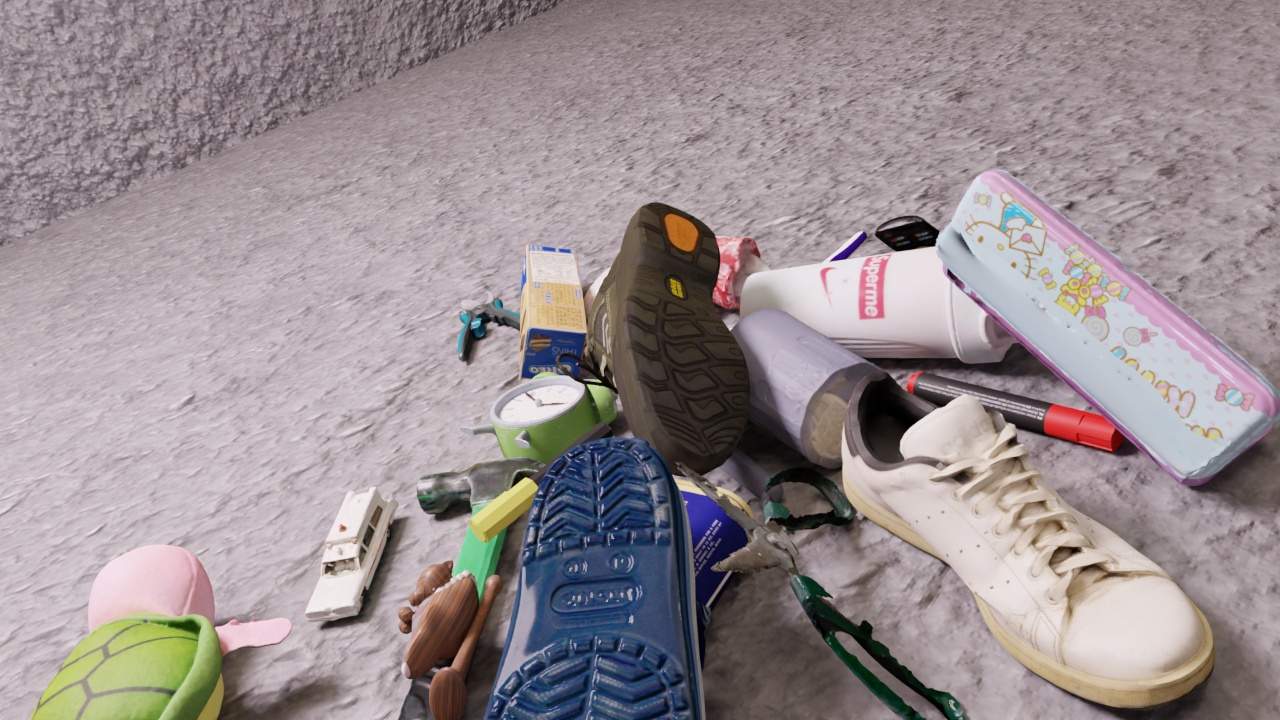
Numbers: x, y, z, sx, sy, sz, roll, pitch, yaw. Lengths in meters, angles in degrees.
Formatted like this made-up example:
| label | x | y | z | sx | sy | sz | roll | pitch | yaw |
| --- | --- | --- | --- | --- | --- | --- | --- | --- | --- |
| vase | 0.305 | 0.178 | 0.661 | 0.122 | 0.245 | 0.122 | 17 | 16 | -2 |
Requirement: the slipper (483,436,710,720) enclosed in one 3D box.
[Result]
| label | x | y | z | sx | sy | sz | roll | pitch | yaw |
| --- | --- | --- | --- | --- | --- | --- | --- | --- | --- |
| slipper | -0.013 | 0.159 | 0.447 | 0.105 | 0.095 | 0.252 | -3 | 55 | 14 |

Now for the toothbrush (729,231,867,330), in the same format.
| label | x | y | z | sx | sy | sz | roll | pitch | yaw |
| --- | --- | --- | --- | --- | --- | --- | --- | --- | --- |
| toothbrush | 0.137 | -0.061 | 0.820 | 0.186 | 0.016 | 0.015 | -36 | 9 | -16 |

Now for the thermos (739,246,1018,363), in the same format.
| label | x | y | z | sx | sy | sz | roll | pitch | yaw |
| --- | --- | --- | --- | --- | --- | --- | --- | --- | --- |
| thermos | 0.191 | -0.039 | 0.712 | 0.221 | 0.099 | 0.099 | -4 | 31 | 31 |

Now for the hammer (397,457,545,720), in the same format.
| label | x | y | z | sx | sy | sz | roll | pitch | yaw |
| --- | --- | --- | --- | --- | --- | --- | --- | --- | --- |
| hammer | -0.113 | 0.167 | 0.569 | 0.130 | 0.032 | 0.318 | -10 | 30 | 11 |

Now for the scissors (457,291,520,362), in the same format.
| label | x | y | z | sx | sy | sz | roll | pitch | yaw |
| --- | --- | --- | --- | --- | --- | --- | --- | --- | --- |
| scissors | -0.157 | -0.041 | 0.965 | 0.125 | 0.019 | 0.155 | -5 | 32 | 20 |

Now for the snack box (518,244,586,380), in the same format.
| label | x | y | z | sx | sy | sz | roll | pitch | yaw |
| --- | --- | --- | --- | --- | --- | --- | --- | --- | --- |
| snack box | -0.088 | -0.050 | 0.894 | 0.056 | 0.057 | 0.206 | 5 | 27 | -10 |

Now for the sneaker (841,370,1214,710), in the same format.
| label | x | y | z | sx | sy | sz | roll | pitch | yaw |
| --- | --- | --- | --- | --- | --- | --- | --- | --- | --- |
| sneaker | 0.192 | 0.074 | 0.492 | 0.088 | 0.102 | 0.241 | -25 | 31 | -16 |

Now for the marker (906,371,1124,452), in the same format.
| label | x | y | z | sx | sy | sz | roll | pitch | yaw |
| --- | --- | --- | --- | --- | --- | --- | --- | --- | --- |
| marker | 0.249 | 0.032 | 0.623 | 0.023 | 0.021 | 0.145 | -1 | 13 | -43 |

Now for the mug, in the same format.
| label | x | y | z | sx | sy | sz | roll | pitch | yaw |
| --- | --- | --- | --- | --- | --- | --- | --- | --- | --- |
| mug | 0.100 | 0.034 | 0.651 | 0.124 | 0.084 | 0.104 | -47 | 36 | -4 |

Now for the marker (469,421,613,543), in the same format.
| label | x | y | z | sx | sy | sz | roll | pitch | yaw |
| --- | --- | --- | --- | --- | --- | --- | --- | --- | --- |
| marker | -0.067 | 0.082 | 0.638 | 0.021 | 0.017 | 0.123 | 16 | 42 | 43 |

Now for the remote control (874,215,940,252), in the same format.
| label | x | y | z | sx | sy | sz | roll | pitch | yaw |
| --- | --- | --- | --- | --- | --- | --- | --- | --- | --- |
| remote control | 0.241 | -0.090 | 0.740 | 0.041 | 0.020 | 0.151 | -11 | -16 | 40 |

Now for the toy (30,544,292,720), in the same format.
| label | x | y | z | sx | sy | sz | roll | pitch | yaw |
| --- | --- | --- | --- | --- | --- | --- | --- | --- | --- |
| toy | -0.305 | 0.202 | 0.549 | 0.190 | 0.088 | 0.238 | -31 | 32 | 9 |

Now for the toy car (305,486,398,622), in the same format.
| label | x | y | z | sx | sy | sz | roll | pitch | yaw |
| --- | --- | --- | --- | --- | --- | --- | --- | --- | --- |
| toy car | -0.209 | 0.136 | 0.661 | 0.039 | 0.039 | 0.113 | -12 | 29 | 8 |

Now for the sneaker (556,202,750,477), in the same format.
| label | x | y | z | sx | sy | sz | roll | pitch | yaw |
| --- | --- | --- | --- | --- | --- | --- | --- | --- | --- |
| sneaker | -0.004 | 0.004 | 0.668 | 0.101 | 0.143 | 0.237 | 20 | 41 | -20 |

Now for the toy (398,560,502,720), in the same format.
| label | x | y | z | sx | sy | sz | roll | pitch | yaw |
| --- | --- | --- | --- | --- | --- | --- | --- | --- | --- |
| toy | -0.112 | 0.153 | 0.521 | 0.055 | 0.042 | 0.101 | 10 | 25 | 3 |

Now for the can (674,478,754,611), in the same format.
| label | x | y | z | sx | sy | sz | roll | pitch | yaw |
| --- | --- | --- | --- | --- | --- | --- | --- | --- | --- |
| can | 0.000 | 0.121 | 0.561 | 0.116 | 0.056 | 0.092 | 7 | 38 | 36 |

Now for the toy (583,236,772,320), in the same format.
| label | x | y | z | sx | sy | sz | roll | pitch | yaw |
| --- | --- | --- | --- | --- | --- | --- | --- | --- | --- |
| toy | 0.048 | -0.090 | 0.883 | 0.194 | 0.084 | 0.158 | 12 | 59 | 36 |

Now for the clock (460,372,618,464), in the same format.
| label | x | y | z | sx | sy | sz | roll | pitch | yaw |
| --- | --- | --- | --- | --- | --- | --- | --- | --- | --- |
| clock | -0.074 | 0.045 | 0.743 | 0.094 | 0.042 | 0.119 | 10 | 35 | 40 |

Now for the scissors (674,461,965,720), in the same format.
| label | x | y | z | sx | sy | sz | roll | pitch | yaw |
| --- | --- | --- | --- | --- | --- | --- | --- | --- | --- |
| scissors | 0.107 | 0.115 | 0.504 | 0.201 | 0.015 | 0.201 | 42 | 22 | 20 |

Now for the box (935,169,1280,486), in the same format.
| label | x | y | z | sx | sy | sz | roll | pitch | yaw |
| --- | --- | --- | --- | --- | --- | --- | --- | --- | --- |
| box | 0.281 | -0.032 | 0.551 | 0.089 | 0.093 | 0.214 | -27 | 59 | -20 |
